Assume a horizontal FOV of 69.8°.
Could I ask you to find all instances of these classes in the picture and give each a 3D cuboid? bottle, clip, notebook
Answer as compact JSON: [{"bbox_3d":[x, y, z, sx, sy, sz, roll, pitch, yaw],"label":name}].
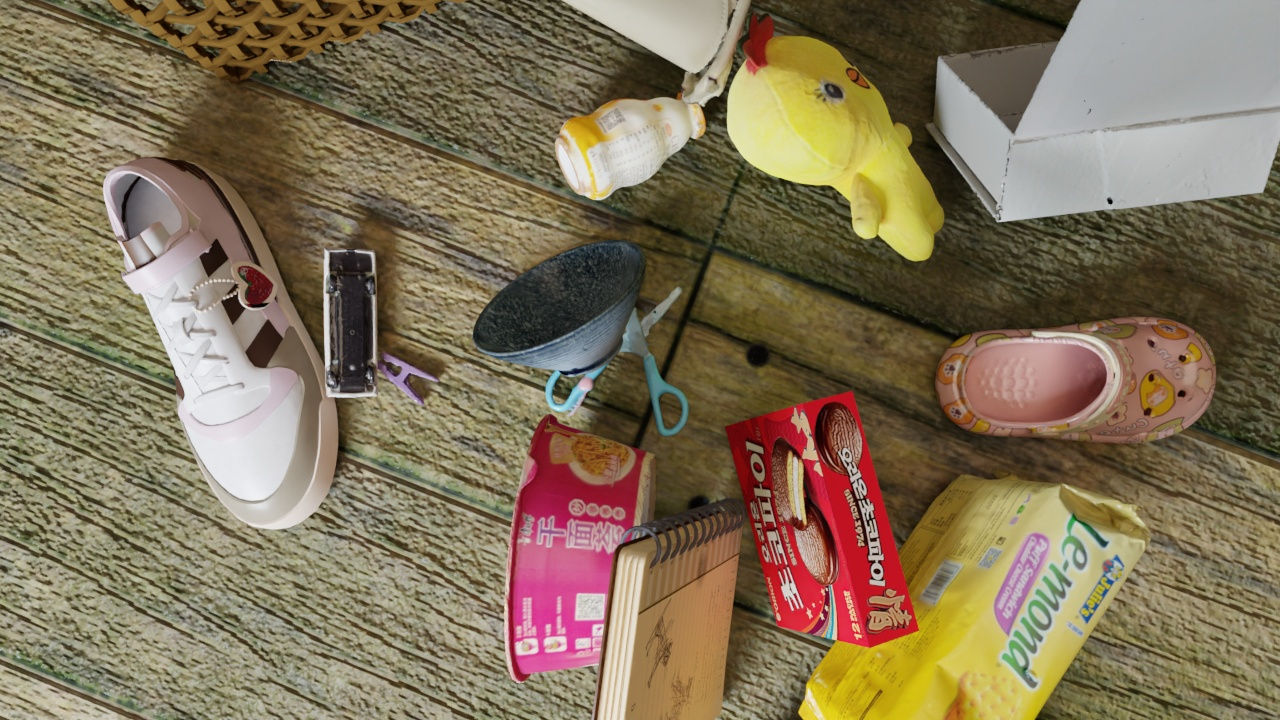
[{"bbox_3d":[-0.006,-0.164,0.682,0.108,0.063,0.063,-26,88,-12],"label":"bottle"},{"bbox_3d":[-0.182,0.010,0.711,0.051,0.013,0.032,36,89,5],"label":"clip"},{"bbox_3d":[0.024,0.180,0.594,0.024,0.225,0.167,7,89,21],"label":"notebook"}]

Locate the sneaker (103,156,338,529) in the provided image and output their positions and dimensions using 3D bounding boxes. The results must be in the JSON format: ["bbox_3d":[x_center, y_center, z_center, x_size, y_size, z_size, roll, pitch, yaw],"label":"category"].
[{"bbox_3d":[-0.311,-0.015,0.665,0.112,0.116,0.293,-18,88,2],"label":"sneaker"}]

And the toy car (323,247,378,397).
[{"bbox_3d":[-0.222,-0.028,0.701,0.039,0.039,0.113,-1,90,-23],"label":"toy car"}]

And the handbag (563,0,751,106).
[{"bbox_3d":[-0.032,-0.299,0.652,0.229,0.132,0.183,22,74,-22],"label":"handbag"}]

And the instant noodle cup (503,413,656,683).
[{"bbox_3d":[-0.033,0.127,0.617,0.078,0.178,0.178,4,89,5],"label":"instant noodle cup"}]

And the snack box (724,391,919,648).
[{"bbox_3d":[0.117,0.108,0.627,0.035,0.133,0.152,-12,84,-18],"label":"snack box"}]

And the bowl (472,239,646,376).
[{"bbox_3d":[-0.048,-0.026,0.666,0.137,0.137,0.057,-27,119,2],"label":"bowl"}]

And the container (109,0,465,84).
[{"bbox_3d":[-0.259,-0.356,0.601,0.214,0.251,0.219,-19,88,2],"label":"container"}]

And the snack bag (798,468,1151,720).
[{"bbox_3d":[0.204,0.174,0.600,0.068,0.160,0.247,39,82,-8],"label":"snack bag"}]

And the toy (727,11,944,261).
[{"bbox_3d":[0.140,-0.155,0.656,0.207,0.133,0.092,37,133,-5],"label":"toy"}]

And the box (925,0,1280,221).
[{"bbox_3d":[0.290,-0.186,0.528,0.167,0.330,0.164,-7,75,2],"label":"box"}]

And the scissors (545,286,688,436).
[{"bbox_3d":[-0.003,0.005,0.703,0.129,0.015,0.135,44,93,4],"label":"scissors"}]

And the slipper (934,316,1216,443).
[{"bbox_3d":[0.316,0.017,0.654,0.197,0.081,0.093,-3,90,5],"label":"slipper"}]
